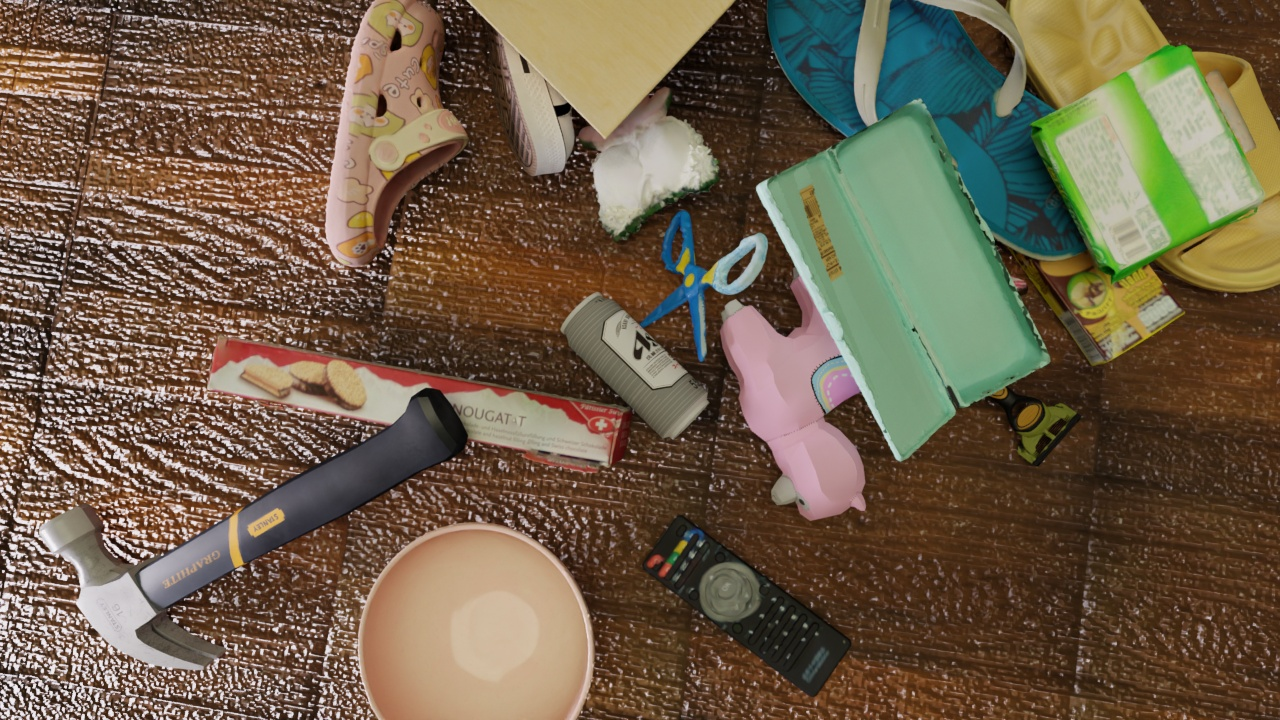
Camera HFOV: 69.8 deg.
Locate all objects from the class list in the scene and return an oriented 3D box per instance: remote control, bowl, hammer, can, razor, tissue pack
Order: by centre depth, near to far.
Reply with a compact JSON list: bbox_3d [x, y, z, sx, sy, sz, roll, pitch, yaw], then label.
[{"bbox_3d":[0.300,-0.116,0.542,0.100,0.034,0.114,-28,91,11],"label":"tissue pack"},{"bbox_3d":[-0.247,0.101,0.595,0.313,0.035,0.139,-29,95,17],"label":"hammer"},{"bbox_3d":[-0.098,0.180,0.597,0.153,0.076,0.153,-1,83,6],"label":"bowl"},{"bbox_3d":[0.219,0.008,0.604,0.144,0.021,0.044,39,97,3],"label":"razor"},{"bbox_3d":[0.069,0.162,0.612,0.140,0.021,0.045,35,87,12],"label":"remote control"},{"bbox_3d":[-0.004,0.004,0.622,0.106,0.044,0.044,44,89,8],"label":"can"}]

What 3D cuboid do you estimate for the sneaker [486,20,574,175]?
[{"bbox_3d":[-0.057,-0.251,0.639,0.097,0.091,0.245,-5,82,-12],"label":"sneaker"}]

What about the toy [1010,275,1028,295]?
[{"bbox_3d":[0.202,-0.071,0.611,0.065,0.050,0.102,-35,77,5],"label":"toy"}]

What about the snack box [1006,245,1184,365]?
[{"bbox_3d":[0.287,-0.074,0.612,0.061,0.025,0.149,-33,82,2],"label":"snack box"}]

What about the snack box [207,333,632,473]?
[{"bbox_3d":[-0.145,0.028,0.617,0.273,0.076,0.044,10,88,6],"label":"snack box"}]

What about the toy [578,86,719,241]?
[{"bbox_3d":[0.001,-0.147,0.639,0.096,0.041,0.109,-25,79,17],"label":"toy"}]

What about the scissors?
[{"bbox_3d":[0.038,-0.053,0.605,0.013,0.127,0.125,17,54,-30],"label":"scissors"}]

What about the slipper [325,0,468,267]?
[{"bbox_3d":[-0.161,-0.157,0.633,0.081,0.093,0.197,12,86,-5],"label":"slipper"}]

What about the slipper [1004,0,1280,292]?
[{"bbox_3d":[0.336,-0.157,0.591,0.099,0.078,0.263,-35,83,4],"label":"slipper"}]

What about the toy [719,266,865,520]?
[{"bbox_3d":[0.116,0.019,0.599,0.123,0.067,0.157,-30,86,0],"label":"toy"}]

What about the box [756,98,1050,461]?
[{"bbox_3d":[0.159,-0.049,0.561,0.138,0.055,0.187,-28,95,-13],"label":"box"}]

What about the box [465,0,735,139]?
[{"bbox_3d":[-0.035,-0.306,0.562,0.247,0.119,0.252,43,64,-13],"label":"box"}]

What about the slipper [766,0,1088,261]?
[{"bbox_3d":[0.188,-0.182,0.599,0.118,0.060,0.295,-45,73,9],"label":"slipper"}]
